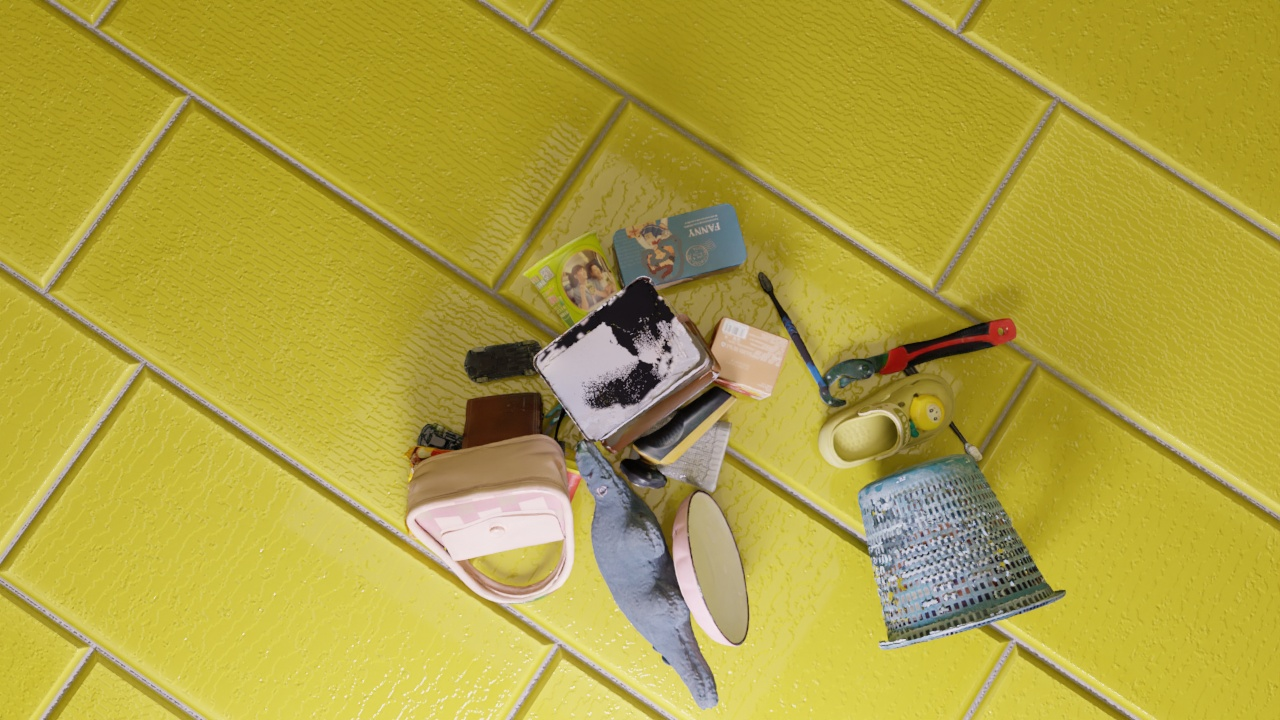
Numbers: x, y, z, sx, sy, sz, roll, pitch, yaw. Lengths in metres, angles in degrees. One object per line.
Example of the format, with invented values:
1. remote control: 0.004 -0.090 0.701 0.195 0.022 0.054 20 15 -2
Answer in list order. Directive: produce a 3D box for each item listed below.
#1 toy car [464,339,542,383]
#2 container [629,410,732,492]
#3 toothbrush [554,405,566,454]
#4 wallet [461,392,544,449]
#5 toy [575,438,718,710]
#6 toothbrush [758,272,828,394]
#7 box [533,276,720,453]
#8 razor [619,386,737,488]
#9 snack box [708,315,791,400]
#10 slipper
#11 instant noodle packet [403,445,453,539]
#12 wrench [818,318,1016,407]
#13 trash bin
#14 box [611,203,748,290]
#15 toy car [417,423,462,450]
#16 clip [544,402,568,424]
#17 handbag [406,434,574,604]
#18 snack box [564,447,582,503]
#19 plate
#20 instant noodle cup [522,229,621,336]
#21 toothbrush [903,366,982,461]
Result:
1. toy car: -0.181 0.002 1.218 0.105 0.031 0.049 -8 84 -3
2. container: 0.050 0.111 1.185 0.114 0.090 0.090 15 84 4
3. toothbrush: -0.096 0.048 1.187 0.016 0.014 0.188 14 56 -15
4. wallet: -0.174 0.085 1.171 0.101 0.124 0.032 -9 121 -1
5. toy: 0.000 0.258 1.142 0.091 0.138 0.356 -25 91 -13
6. toothbrush: 0.205 -0.037 1.232 0.014 0.016 0.189 -28 81 3
7. box: -0.006 0.008 1.141 0.182 0.177 0.153 -36 86 5
8. razor: 0.050 0.093 1.122 0.167 0.062 0.067 -41 112 -7
9. snack box: 0.132 -0.001 1.193 0.093 0.094 0.077 20 84 1
10. slipper: 0.326 0.088 1.191 0.190 0.081 0.091 -24 103 2
11. instant noodle packet: -0.252 0.177 1.180 0.111 0.044 0.128 7 108 3
12. wrench: 0.368 -0.003 1.226 0.273 0.016 0.056 -20 86 3
13. trash bin: 0.372 0.228 1.132 0.226 0.227 0.195 -16 72 -3
14. box: 0.056 -0.147 1.223 0.184 0.061 0.089 -17 86 -1
15. toy car: -0.247 0.114 1.205 0.090 0.034 0.043 22 83 -5
16. clip: -0.102 0.065 1.223 0.056 0.014 0.040 -39 86 -4
17. handbag: -0.167 0.213 1.132 0.193 0.093 0.234 -10 125 4
18. snack box: -0.120 0.152 1.185 0.091 0.082 0.080 19 98 1
19. plate: 0.082 0.257 1.129 0.039 0.192 0.192 -19 85 19
20. instant noodle cup: -0.075 -0.089 1.197 0.111 0.112 0.123 -31 94 -4
21. toothbrush: 0.400 0.061 1.232 0.015 0.018 0.181 -37 84 2
